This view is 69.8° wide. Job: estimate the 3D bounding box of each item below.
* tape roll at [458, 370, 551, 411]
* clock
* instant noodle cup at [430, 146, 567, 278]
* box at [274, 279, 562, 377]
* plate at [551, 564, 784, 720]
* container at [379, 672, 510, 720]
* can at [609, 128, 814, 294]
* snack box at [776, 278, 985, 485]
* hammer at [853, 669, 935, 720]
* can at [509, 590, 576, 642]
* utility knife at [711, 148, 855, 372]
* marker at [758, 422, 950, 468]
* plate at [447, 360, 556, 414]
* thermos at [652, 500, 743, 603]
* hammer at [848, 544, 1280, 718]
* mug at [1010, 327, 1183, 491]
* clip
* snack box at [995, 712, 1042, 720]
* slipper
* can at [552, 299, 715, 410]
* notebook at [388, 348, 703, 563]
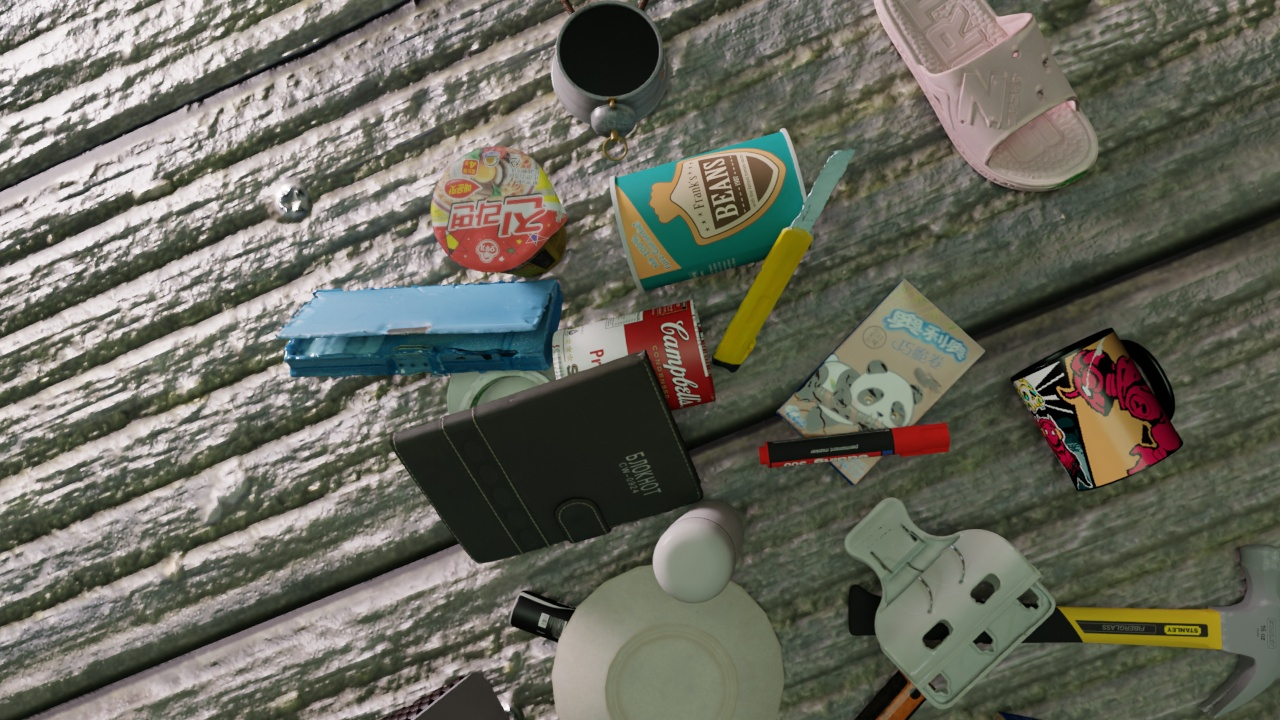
[{"bbox_3d":[-0.106,0.051,0.770,0.094,0.018,0.093,-1,84,8],"label":"tape roll"},{"bbox_3d":[-0.025,-0.244,0.792,0.104,0.056,0.147,-3,80,-1],"label":"clock"},{"bbox_3d":[-0.108,-0.112,0.764,0.100,0.112,0.100,-1,85,8],"label":"instant noodle cup"},{"bbox_3d":[-0.186,-0.034,0.779,0.232,0.054,0.093,-1,49,11],"label":"box"},{"bbox_3d":[0.024,0.260,0.736,0.188,0.027,0.188,0,91,-2],"label":"plate"},{"bbox_3d":[-0.194,0.405,0.668,0.243,0.245,0.247,-32,81,1],"label":"container"},{"bbox_3d":[0.058,-0.120,0.747,0.144,0.099,0.099,-14,83,7],"label":"can"},{"bbox_3d":[0.193,0.018,0.748,0.087,0.034,0.151,44,92,8],"label":"snack box"},{"bbox_3d":[0.128,0.376,0.727,0.138,0.035,0.314,41,91,10],"label":"hammer"},{"bbox_3d":[-0.067,0.220,0.770,0.080,0.031,0.031,17,87,9],"label":"can"},{"bbox_3d":[0.109,-0.072,0.716,0.030,0.218,0.019,9,42,-22],"label":"utility knife"},{"bbox_3d":[0.166,0.068,0.720,0.145,0.021,0.023,-7,116,7],"label":"marker"},{"bbox_3d":[-0.114,0.034,0.796,0.104,0.026,0.104,-1,84,8],"label":"plate"},{"bbox_3d":[0.046,0.134,0.663,0.052,0.224,0.052,-1,85,8],"label":"thermos"},{"bbox_3d":[0.328,0.206,0.717,0.324,0.029,0.127,-1,85,9],"label":"hammer"},{"bbox_3d":[0.361,0.030,0.707,0.117,0.082,0.098,-24,81,-22],"label":"mug"},{"bbox_3d":[0.222,0.170,0.688,0.126,0.099,0.152,-42,84,-2],"label":"clip"},{"bbox_3d":[0.288,0.380,0.692,0.057,0.056,0.206,10,87,8],"label":"snack box"},{"bbox_3d":[0.277,-0.240,0.744,0.094,0.064,0.239,-34,80,4],"label":"slipper"},{"bbox_3d":[-0.004,0.005,0.752,0.116,0.086,0.086,-13,83,6],"label":"can"},{"bbox_3d":[-0.068,0.087,0.735,0.209,0.029,0.169,-17,127,8],"label":"notebook"}]
